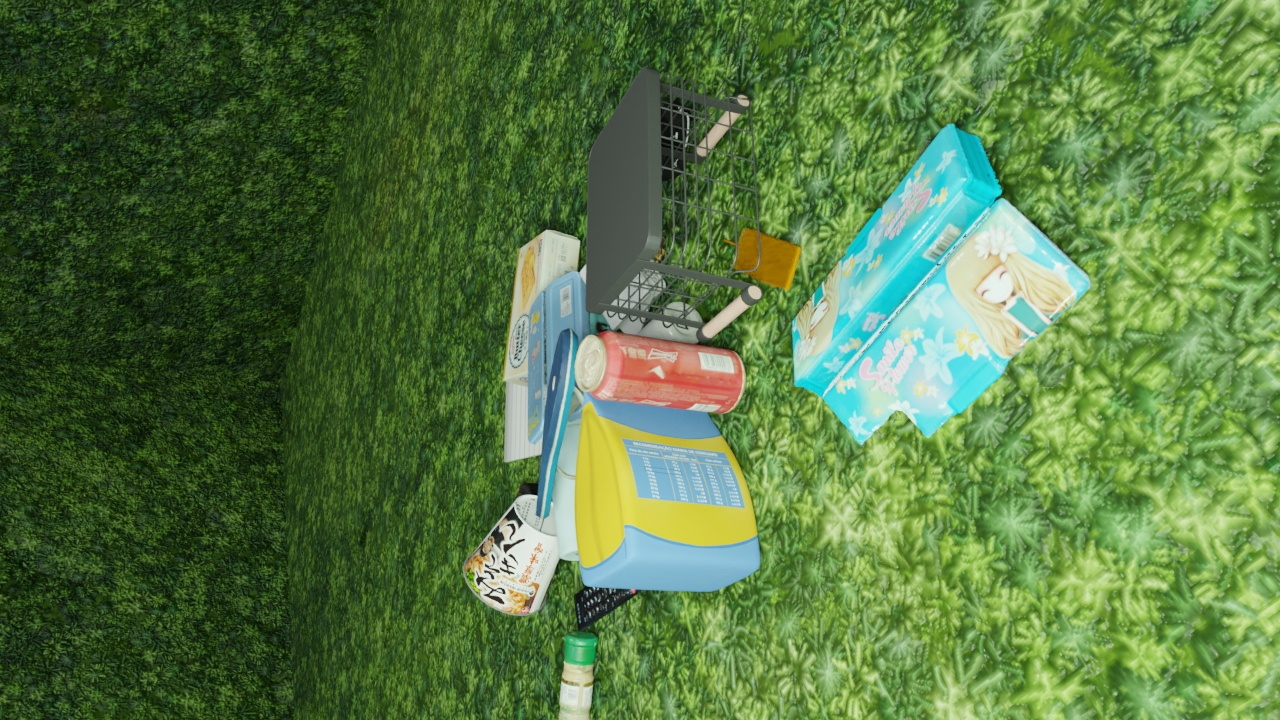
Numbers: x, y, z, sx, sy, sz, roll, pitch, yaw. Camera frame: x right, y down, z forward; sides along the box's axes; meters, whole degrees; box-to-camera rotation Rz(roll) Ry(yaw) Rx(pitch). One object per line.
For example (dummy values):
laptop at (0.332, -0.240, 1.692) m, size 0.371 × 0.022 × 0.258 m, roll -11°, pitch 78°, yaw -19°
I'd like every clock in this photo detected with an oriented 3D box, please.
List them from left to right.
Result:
clock at (-0.078, -0.037, 1.213) m, size 0.125 × 0.053 × 0.090 m, roll -42°, pitch 47°, yaw 49°
clock at (0.024, -0.258, 1.094) m, size 0.121 × 0.042 × 0.091 m, roll -1°, pitch 82°, yaw 60°

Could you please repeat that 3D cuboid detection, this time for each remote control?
remote control at (-0.037, 0.280, 1.104) m, size 0.151 × 0.022 × 0.047 m, roll -45°, pitch 46°, yaw 45°

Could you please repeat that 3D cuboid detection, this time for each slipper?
slipper at (-0.079, 0.074, 1.025) m, size 0.296 × 0.060 × 0.118 m, roll 104°, pitch 165°, yaw -46°

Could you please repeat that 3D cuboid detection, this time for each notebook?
notebook at (-0.160, 0.073, 1.378) m, size 0.210 × 0.009 × 0.142 m, roll -19°, pitch 68°, yaw 58°

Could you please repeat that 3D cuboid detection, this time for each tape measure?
tape measure at (-0.159, 0.208, 1.316) m, size 0.067 × 0.038 × 0.062 m, roll 6°, pitch 89°, yaw 61°

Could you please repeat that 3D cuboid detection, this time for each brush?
brush at (0.114, -0.108, 0.927) m, size 0.126 × 0.017 × 0.048 m, roll 37°, pitch 115°, yaw 57°

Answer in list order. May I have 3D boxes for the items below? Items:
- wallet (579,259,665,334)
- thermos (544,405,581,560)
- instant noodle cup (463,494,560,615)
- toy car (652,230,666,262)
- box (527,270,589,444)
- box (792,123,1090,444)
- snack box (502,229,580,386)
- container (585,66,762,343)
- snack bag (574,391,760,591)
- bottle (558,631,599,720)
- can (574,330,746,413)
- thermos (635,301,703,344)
wallet at (-0.016, -0.085, 1.114) m, size 0.115 × 0.037 × 0.119 m, roll 60°, pitch 144°, yaw 7°
thermos at (-0.082, 0.145, 1.164) m, size 0.065 × 0.078 × 0.206 m, roll -20°, pitch 63°, yaw 21°
instant noodle cup at (-0.157, 0.254, 1.235) m, size 0.122 × 0.123 × 0.123 m, roll -59°, pitch 36°, yaw 20°
toy car at (-0.004, -0.167, 1.117) m, size 0.047 × 0.047 × 0.111 m, roll -45°, pitch 50°, yaw 50°
box at (-0.112, -0.006, 1.163) m, size 0.128 × 0.034 × 0.208 m, roll -31°, pitch 51°, yaw 39°
box at (0.205, -0.045, 0.710) m, size 0.228 × 0.071 × 0.181 m, roll -56°, pitch 37°, yaw 38°
snack box at (-0.143, -0.071, 1.316) m, size 0.104 × 0.057 × 0.207 m, roll -16°, pitch 65°, yaw 58°
container at (0.034, -0.156, 0.933) m, size 0.163 × 0.130 × 0.241 m, roll 138°, pitch 137°, yaw -57°
snack bag at (0.018, 0.116, 0.904) m, size 0.103 × 0.158 × 0.205 m, roll -41°, pitch 48°, yaw 45°
bottle at (-0.076, 0.392, 1.127) m, size 0.043 × 0.043 × 0.111 m, roll 4°, pitch 88°, yaw 61°
can at (0.022, 0.013, 0.906) m, size 0.067 × 0.170 × 0.067 m, roll -20°, pitch 67°, yaw 56°
thermos at (-0.006, 0.006, 1.078) m, size 0.225 × 0.052 × 0.052 m, roll -41°, pitch 49°, yaw 50°
